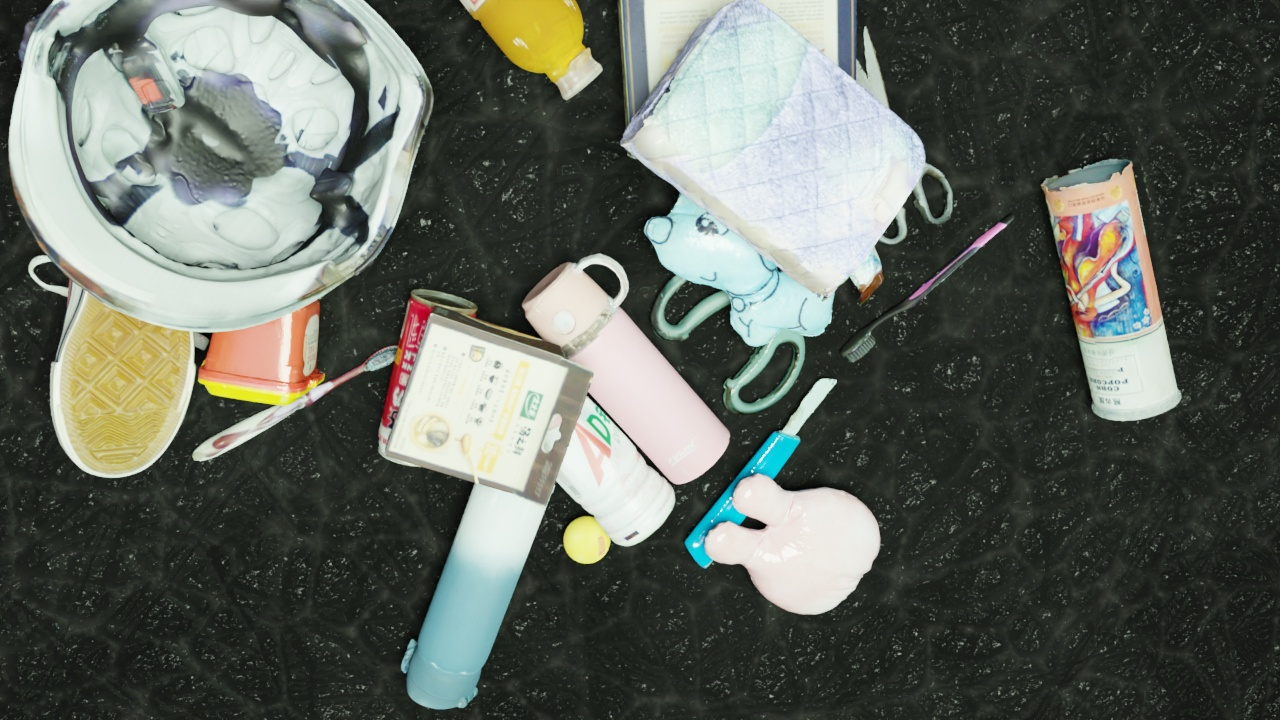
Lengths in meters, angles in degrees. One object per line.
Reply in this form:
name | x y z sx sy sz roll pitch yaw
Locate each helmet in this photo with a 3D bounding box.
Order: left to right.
helmet | -0.279 -0.143 0.610 0.229 0.146 0.258 30 76 -28

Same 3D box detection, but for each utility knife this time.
utility knife | 0.107 0.097 0.808 0.034 0.018 0.205 34 97 -27

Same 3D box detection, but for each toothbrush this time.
toothbrush | -0.276 0.035 0.737 0.187 0.017 0.016 -28 106 -1
toothbrush | 0.249 -0.062 0.792 0.189 0.014 0.018 -40 116 2

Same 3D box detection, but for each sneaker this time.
sneaker | -0.378 -0.036 0.669 0.118 0.088 0.241 1 84 -32

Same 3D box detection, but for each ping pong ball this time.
ping pong ball | -0.046 0.154 0.789 0.040 0.040 0.040 -2 104 -8

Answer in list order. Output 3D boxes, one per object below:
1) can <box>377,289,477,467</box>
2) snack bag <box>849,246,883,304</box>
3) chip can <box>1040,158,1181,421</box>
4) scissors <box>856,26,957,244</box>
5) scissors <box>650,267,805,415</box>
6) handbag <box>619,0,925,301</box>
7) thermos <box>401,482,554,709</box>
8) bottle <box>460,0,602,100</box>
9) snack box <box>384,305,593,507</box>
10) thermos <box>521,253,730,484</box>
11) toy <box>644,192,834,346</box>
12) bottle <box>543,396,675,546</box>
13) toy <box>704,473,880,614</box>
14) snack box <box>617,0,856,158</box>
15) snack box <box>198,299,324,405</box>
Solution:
can | -0.170 0.014 0.728 0.053 0.053 0.133 13 102 -12
snack bag | 0.176 -0.100 0.759 0.048 0.026 0.104 -42 111 -43
chip can | 0.403 -0.059 0.785 0.071 0.071 0.215 -21 106 -3
scissors | 0.198 -0.178 0.754 0.170 0.014 0.151 29 97 -14
scissors | 0.084 -0.046 0.769 0.176 0.019 0.175 22 101 -12
handbag | 0.098 -0.152 0.664 0.194 0.075 0.134 36 87 -13
thermos | -0.140 0.189 0.772 0.070 0.070 0.220 20 101 -13
bottle | -0.099 -0.274 0.657 0.068 0.068 0.189 -39 106 3
snack box | -0.113 0.034 0.684 0.125 0.053 0.113 19 101 -12
thermos | -0.004 0.004 0.741 0.087 0.067 0.198 -36 106 16
toy | 0.086 -0.086 0.728 0.161 0.050 0.156 -10 103 -7
bottle | -0.056 0.064 0.752 0.068 0.068 0.197 -41 103 3
toy | 0.135 0.159 0.808 0.159 0.054 0.121 29 98 -21
snack box | 0.073 -0.251 0.700 0.178 0.045 0.182 -5 105 -7
snack box | -0.278 -0.014 0.688 0.082 0.091 0.080 10 95 -11
